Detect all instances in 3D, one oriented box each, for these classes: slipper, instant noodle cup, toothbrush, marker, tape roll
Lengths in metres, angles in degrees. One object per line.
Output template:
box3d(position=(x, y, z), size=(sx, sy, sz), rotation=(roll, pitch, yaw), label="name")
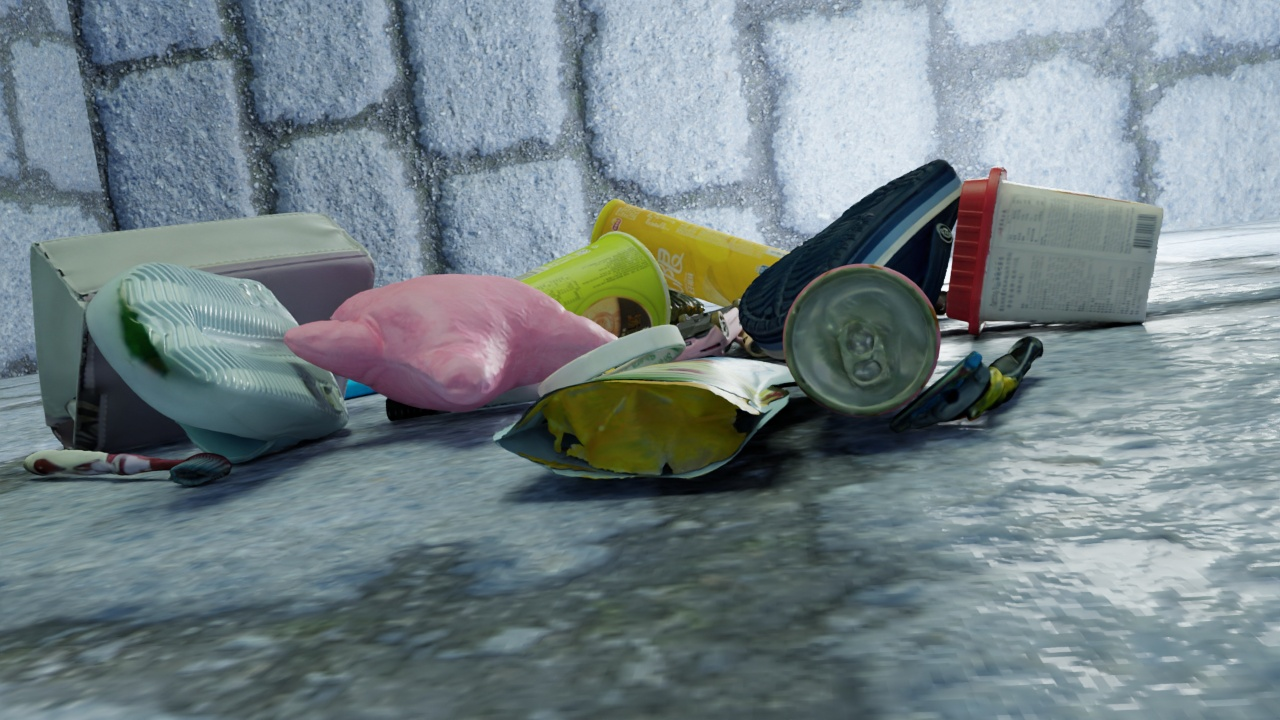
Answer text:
box3d(position=(-0.224, 0.009, 0.491), size=(0.074, 0.104, 0.245), rotation=(-36, 0, -5), label="slipper")
box3d(position=(-0.057, -0.040, 0.770), size=(0.123, 0.112, 0.112), rotation=(-22, 13, -35), label="instant noodle cup")
box3d(position=(0.288, -0.073, 0.643), size=(0.124, 0.117, 0.116), rotation=(9, 12, 24), label="instant noodle cup")
box3d(position=(0.166, -0.061, 0.668), size=(0.252, 0.095, 0.105), rotation=(-42, 10, -37), label="slipper")
box3d(position=(-0.282, 0.058, 0.489), size=(0.188, 0.016, 0.017), rotation=(-3, 17, 31), label="toothbrush")
box3d(position=(-0.097, 0.022, 0.592), size=(0.130, 0.018, 0.023), rotation=(-8, -3, -6), label="marker")
box3d(position=(-0.016, 0.005, 0.511), size=(0.085, 0.014, 0.086), rotation=(-24, -10, -5), label="tape roll")

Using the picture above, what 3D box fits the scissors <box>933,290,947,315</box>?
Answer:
box3d(position=(0.220, -0.045, 0.893), size=(0.152, 0.021, 0.235), rotation=(-1, -3, -16), label="scissors")

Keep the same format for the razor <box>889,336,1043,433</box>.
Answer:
box3d(position=(0.153, 0.008, 0.397), size=(0.043, 0.022, 0.142), rotation=(-46, -18, 33), label="razor")

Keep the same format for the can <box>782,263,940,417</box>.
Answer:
box3d(position=(0.098, -0.010, 0.401), size=(0.058, 0.058, 0.147), rotation=(-6, 1, 16), label="can")

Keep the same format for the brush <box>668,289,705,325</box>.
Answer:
box3d(position=(0.002, -0.056, 0.922), size=(0.143, 0.073, 0.055), rotation=(-12, -35, -48), label="brush")

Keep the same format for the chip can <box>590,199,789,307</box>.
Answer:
box3d(position=(0.060, -0.093, 0.877), size=(0.213, 0.072, 0.072), rotation=(19, 14, 18), label="chip can")

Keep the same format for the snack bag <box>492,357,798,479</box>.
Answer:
box3d(position=(0.019, 0.018, 0.402), size=(0.110, 0.039, 0.190), rotation=(-12, 1, 15), label="snack bag")

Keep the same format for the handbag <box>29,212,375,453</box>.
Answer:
box3d(position=(-0.298, -0.020, 0.635), size=(0.098, 0.145, 0.196), rotation=(36, 33, 30), label="handbag")

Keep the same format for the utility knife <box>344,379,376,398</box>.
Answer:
box3d(position=(-0.267, 0.028, 0.753), size=(0.224, 0.018, 0.034), rotation=(-15, 10, -43), label="utility knife")

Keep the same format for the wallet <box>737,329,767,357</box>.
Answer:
box3d(position=(0.118, -0.023, 0.738), size=(0.087, 0.024, 0.115), rotation=(-9, 8, -3), label="wallet")

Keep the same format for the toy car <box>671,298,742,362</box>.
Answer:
box3d(position=(0.048, -0.019, 0.693), size=(0.056, 0.037, 0.122), rotation=(-14, 8, 20), label="toy car")

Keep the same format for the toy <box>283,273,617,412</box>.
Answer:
box3d(position=(-0.114, -0.016, 0.557), size=(0.179, 0.075, 0.194), rotation=(13, 17, 27), label="toy")

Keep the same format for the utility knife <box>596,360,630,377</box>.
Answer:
box3d(position=(-0.004, 0.004, 0.659), size=(0.033, 0.015, 0.156), rotation=(-3, 6, 12), label="utility knife")
